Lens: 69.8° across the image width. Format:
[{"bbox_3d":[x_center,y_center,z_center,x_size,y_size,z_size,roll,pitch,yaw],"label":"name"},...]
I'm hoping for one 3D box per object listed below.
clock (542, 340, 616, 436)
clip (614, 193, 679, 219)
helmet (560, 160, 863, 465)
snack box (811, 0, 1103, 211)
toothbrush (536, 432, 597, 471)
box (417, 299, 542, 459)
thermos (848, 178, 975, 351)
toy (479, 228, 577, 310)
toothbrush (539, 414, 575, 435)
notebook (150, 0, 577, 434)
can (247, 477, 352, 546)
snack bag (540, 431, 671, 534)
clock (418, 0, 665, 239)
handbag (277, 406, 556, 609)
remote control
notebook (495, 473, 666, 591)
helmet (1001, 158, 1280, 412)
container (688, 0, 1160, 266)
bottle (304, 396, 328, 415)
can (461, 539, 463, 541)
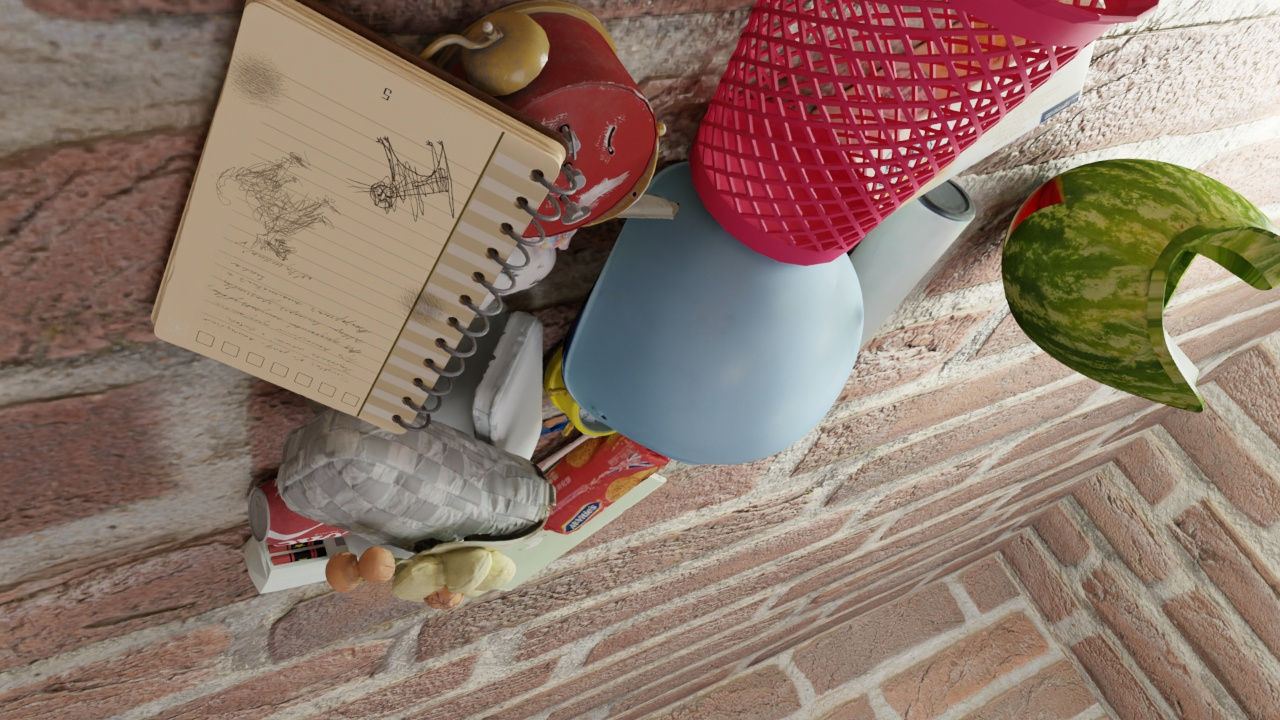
[{"bbox_3d":[-0.024,0.013,0.776,0.118,0.057,0.083,-28,135,-14],"label":"clock"},{"bbox_3d":[-0.013,-0.117,0.589,0.038,0.102,0.054,2,95,-53],"label":"clip"},{"bbox_3d":[0.073,-0.016,0.689,0.226,0.167,0.265,-62,154,11],"label":"helmet"},{"bbox_3d":[0.233,-0.192,0.691,0.208,0.057,0.104,-31,153,2],"label":"snack box"},{"bbox_3d":[-0.101,0.105,0.901,0.182,0.015,0.018,-36,153,24],"label":"toothbrush"},{"bbox_3d":[-0.138,0.028,0.737,0.217,0.110,0.107,102,11,-58],"label":"box"},{"bbox_3d":[0.219,-0.073,0.869,0.067,0.068,0.231,-9,147,-35],"label":"thermos"},{"bbox_3d":[-0.088,-0.065,0.605,0.126,0.037,0.076,-26,163,19],"label":"toy"},{"bbox_3d":[-0.088,0.064,0.863,0.134,0.017,0.022,-17,154,-28],"label":"toothbrush"},{"bbox_3d":[-0.152,-0.059,0.484,0.167,0.024,0.226,26,128,-17],"label":"notebook"},{"bbox_3d":[-0.260,0.118,0.741,0.096,0.054,0.054,-3,142,-42],"label":"can"},{"bbox_3d":[-0.043,0.113,0.921,0.177,0.082,0.082,-38,152,19],"label":"snack bag"},{"bbox_3d":[-0.060,-0.124,0.494,0.117,0.081,0.158,-44,150,26],"label":"clock"},{"bbox_3d":[-0.159,0.102,0.621,0.113,0.123,0.171,-25,138,37],"label":"handbag"},{"bbox_3d":[-0.274,0.166,0.813,0.143,0.049,0.024,-4,144,-40],"label":"remote control"},{"bbox_3d":[-0.105,0.193,1.069,0.253,0.010,0.182,-36,152,11],"label":"notebook"},{"bbox_3d":[0.482,-0.087,0.913,0.243,0.247,0.213,34,96,-18],"label":"helmet"},{"bbox_3d":[0.131,-0.170,0.523,0.182,0.183,0.226,-12,155,-31],"label":"container"},{"bbox_3d":[-0.196,0.067,0.708,0.053,0.053,0.186,-27,144,-5],"label":"bottle"},{"bbox_3d":[-0.188,0.149,0.852,0.064,0.064,0.127,-33,153,6],"label":"can"}]
